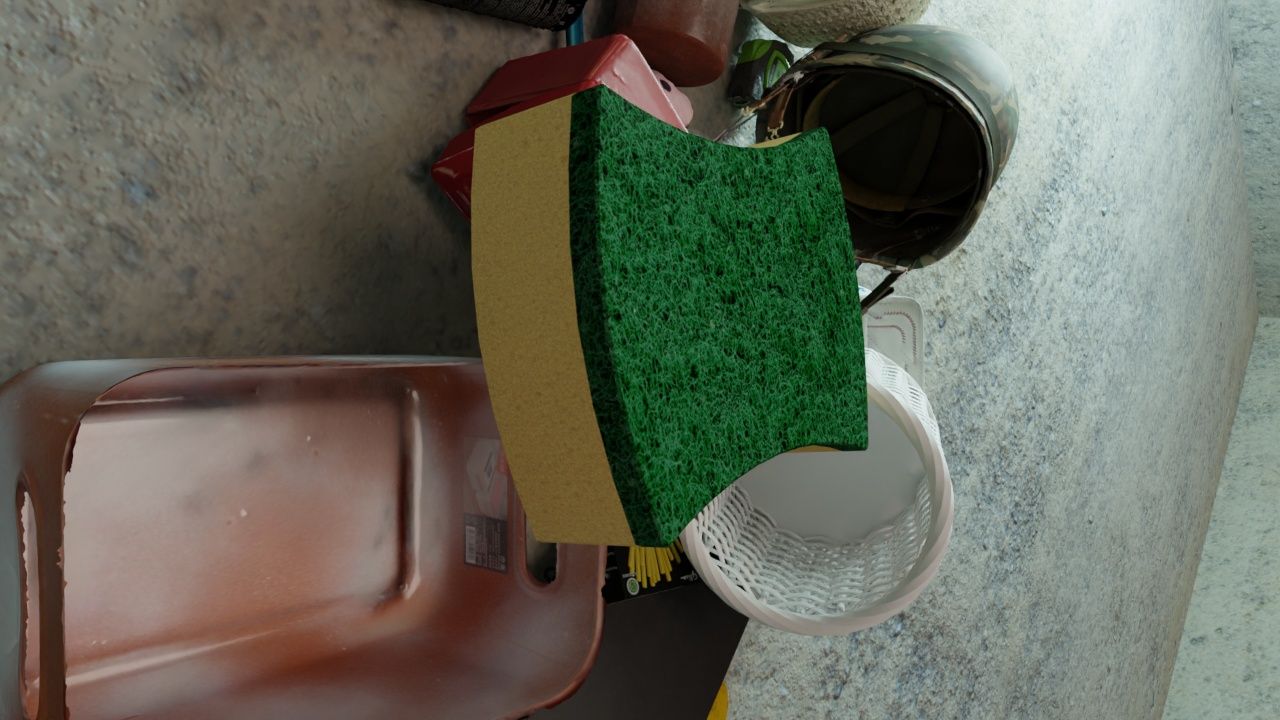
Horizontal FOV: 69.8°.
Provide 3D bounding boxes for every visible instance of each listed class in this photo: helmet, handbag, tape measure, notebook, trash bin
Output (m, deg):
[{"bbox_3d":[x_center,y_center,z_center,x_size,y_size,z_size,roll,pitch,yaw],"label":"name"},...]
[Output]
[{"bbox_3d":[0.180,-0.160,0.737,0.193,0.225,0.235,55,51,-19],"label":"helmet"},{"bbox_3d":[0.180,0.038,0.834,0.096,0.142,0.198,-86,173,-82],"label":"handbag"},{"bbox_3d":[0.106,-0.245,0.799,0.058,0.036,0.065,20,82,-38],"label":"tape measure"},{"bbox_3d":[-0.004,0.195,0.654,0.169,0.019,0.230,52,40,-13],"label":"notebook"},{"bbox_3d":[-0.160,0.086,0.444,0.259,0.158,0.181,-3,95,-49],"label":"trash bin"}]

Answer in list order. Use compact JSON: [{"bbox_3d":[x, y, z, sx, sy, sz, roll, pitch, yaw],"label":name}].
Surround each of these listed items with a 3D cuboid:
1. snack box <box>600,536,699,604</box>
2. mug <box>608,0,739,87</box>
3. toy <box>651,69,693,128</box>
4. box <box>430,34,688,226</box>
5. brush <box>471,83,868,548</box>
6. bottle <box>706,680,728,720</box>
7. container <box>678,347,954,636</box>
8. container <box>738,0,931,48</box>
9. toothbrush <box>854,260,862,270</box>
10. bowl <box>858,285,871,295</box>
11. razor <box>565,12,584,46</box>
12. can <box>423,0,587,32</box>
[{"bbox_3d":[-0.009,0.096,0.666,0.080,0.025,0.147,2,68,-48],"label":"snack box"},{"bbox_3d":[0.032,-0.264,0.686,0.123,0.096,0.110,38,69,-71],"label":"mug"},{"bbox_3d":[-0.011,-0.184,0.664,0.096,0.053,0.098,47,59,-25],"label":"toy"},{"bbox_3d":[-0.027,-0.116,0.592,0.157,0.136,0.117,55,42,-34],"label":"box"},{"bbox_3d":[0.031,-0.027,0.486,0.249,0.075,0.195,-11,94,-53],"label":"brush"},{"bbox_3d":[-0.008,0.258,0.690,0.163,0.071,0.071,21,78,-47],"label":"bottle"},{"bbox_3d":[0.137,0.085,0.706,0.186,0.189,0.189,-24,113,-72],"label":"container"},{"bbox_3d":[0.162,-0.380,0.750,0.143,0.185,0.251,21,75,-58],"label":"container"},{"bbox_3d":[0.234,-0.137,0.957,0.196,0.031,0.031,-54,160,-36],"label":"toothbrush"},{"bbox_3d":[0.228,-0.008,0.924,0.143,0.074,0.144,-5,97,-48],"label":"bowl"},{"bbox_3d":[-0.045,-0.256,0.634,0.042,0.022,0.144,7,80,-47],"label":"razor"},{"bbox_3d":[-0.093,-0.240,0.563,0.137,0.054,0.054,-8,99,-47],"label":"can"}]
